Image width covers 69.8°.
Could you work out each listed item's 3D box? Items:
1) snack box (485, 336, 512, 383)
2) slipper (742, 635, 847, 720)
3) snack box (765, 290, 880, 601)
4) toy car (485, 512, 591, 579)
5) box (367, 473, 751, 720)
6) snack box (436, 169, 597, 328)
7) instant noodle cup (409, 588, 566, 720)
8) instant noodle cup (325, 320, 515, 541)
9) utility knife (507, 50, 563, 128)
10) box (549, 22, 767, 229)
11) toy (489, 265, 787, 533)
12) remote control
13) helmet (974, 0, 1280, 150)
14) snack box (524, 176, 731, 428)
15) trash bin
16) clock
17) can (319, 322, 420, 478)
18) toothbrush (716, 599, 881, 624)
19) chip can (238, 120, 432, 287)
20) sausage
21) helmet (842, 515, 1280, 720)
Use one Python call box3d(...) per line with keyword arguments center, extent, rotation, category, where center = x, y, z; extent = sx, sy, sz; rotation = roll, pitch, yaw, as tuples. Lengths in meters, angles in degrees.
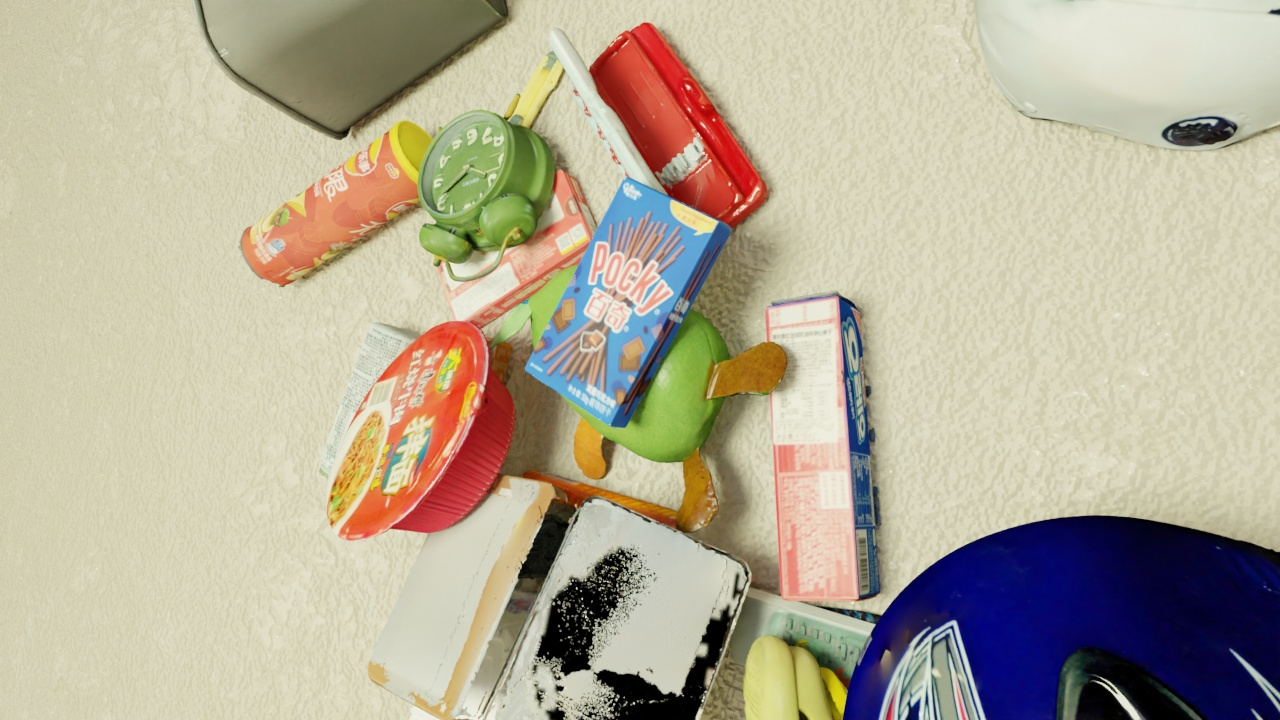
box3d(center=(-0.167, 0.051, 0.815), extent=(0.075, 0.026, 0.153), rotation=(13, 88, 30), category="snack box")
box3d(center=(0.118, 0.271, 0.602), extent=(0.081, 0.092, 0.190), rotation=(-10, 88, -7), category="slipper")
box3d(center=(0.127, 0.060, 0.639), extent=(0.058, 0.057, 0.207), rotation=(-7, 79, 29), category="snack box")
box3d(center=(-0.093, 0.153, 0.755), extent=(0.121, 0.036, 0.054), rotation=(-6, 76, 17), category="toy car")
box3d(center=(-0.069, 0.182, 0.649), extent=(0.273, 0.130, 0.179), rotation=(15, 70, 24), category="box")
box3d(center=(-0.109, -0.094, 0.807), extent=(0.153, 0.025, 0.075), rotation=(-30, 68, 21), category="snack box")
box3d(center=(-0.129, 0.273, 0.742), extent=(0.138, 0.060, 0.173), rotation=(2, 82, 28), category="instant noodle cup")
box3d(center=(-0.166, 0.064, 0.730), extent=(0.194, 0.066, 0.193), rotation=(-29, 42, 30), category="instant noodle cup")
box3d(center=(-0.118, -0.199, 0.838), extent=(0.031, 0.020, 0.195), rotation=(36, 104, 34), category="utility knife")
box3d(center=(0.004, -0.186, 0.718), extent=(0.095, 0.101, 0.201), rotation=(-37, 67, 19), category="box")
box3d(center=(-0.004, 0.004, 0.696), extent=(0.247, 0.089, 0.227), rotation=(37, 116, 33), category="toy")
box3d(center=(0.126, 0.200, 0.630), extent=(0.135, 0.019, 0.056), rotation=(11, 106, 29), category="remote control")
box3d(center=(0.326, -0.253, 0.531), extent=(0.259, 0.145, 0.229), rotation=(14, 89, 29), category="helmet")
box3d(center=(-0.011, -0.041, 0.636), extent=(0.084, 0.026, 0.157), rotation=(31, 97, 29), category="snack box")
box3d(center=(-0.261, -0.354, 0.846), extent=(0.220, 0.198, 0.199), rotation=(-21, 74, 16), category="trash bin")
box3d(center=(-0.136, -0.141, 0.782), extent=(0.116, 0.056, 0.161), rotation=(-14, 67, 30), category="clock")
box3d(center=(-0.242, 0.041, 0.838), extent=(0.058, 0.058, 0.147), rotation=(22, 93, 29), category="can")
box3d(center=(0.138, 0.178, 0.638), extent=(0.190, 0.016, 0.014), rotation=(0, 74, 29), category="toothbrush")
box3d(center=(-0.288, -0.148, 0.886), extent=(0.217, 0.073, 0.073), rotation=(-25, 71, 23), category="chip can")
box3d(center=(-0.033, 0.114, 0.735), extent=(0.165, 0.021, 0.021), rotation=(12, 88, 29), category="sausage")
box3d(center=(0.225, 0.237, 0.444), extent=(0.240, 0.247, 0.315), rotation=(-13, 67, 7), category="helmet")
